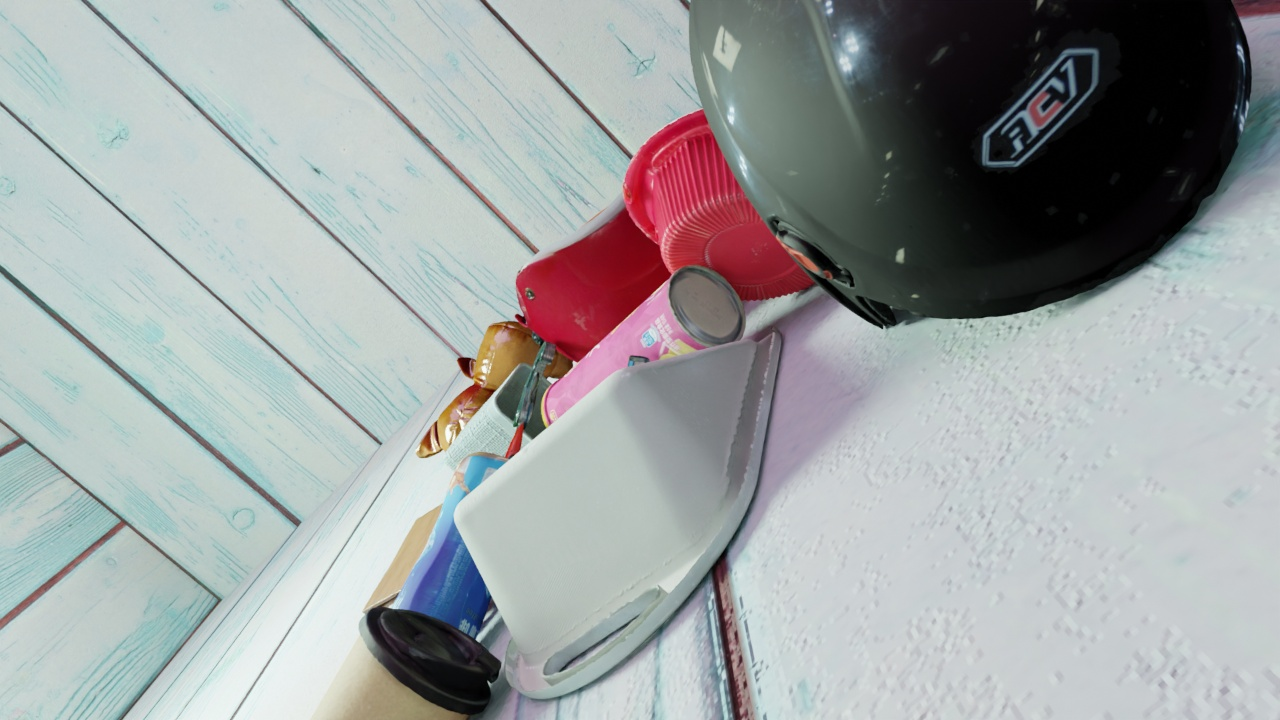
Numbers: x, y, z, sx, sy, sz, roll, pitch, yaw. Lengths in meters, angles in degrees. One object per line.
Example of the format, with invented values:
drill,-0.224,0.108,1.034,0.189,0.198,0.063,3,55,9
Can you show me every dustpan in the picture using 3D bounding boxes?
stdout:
dustpan,0.001,0.100,0.595,0.223,0.142,0.257,-40,-17,25

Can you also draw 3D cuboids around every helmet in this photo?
helmet,-0.005,-0.068,0.880,0.206,0.144,0.240,-42,-4,-9
helmet,0.146,-0.148,0.460,0.234,0.230,0.274,-44,31,14

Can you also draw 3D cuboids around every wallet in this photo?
wallet,-0.180,0.158,0.777,0.101,0.020,0.115,-33,19,39

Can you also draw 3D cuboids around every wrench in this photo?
wrench,-0.113,0.101,0.770,0.056,0.016,0.272,127,160,-55

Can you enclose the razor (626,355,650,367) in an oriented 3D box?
razor,-0.024,0.047,0.707,0.133,0.028,0.043,129,156,-49

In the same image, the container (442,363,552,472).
container,-0.134,0.080,0.946,0.112,0.090,0.089,-41,11,32

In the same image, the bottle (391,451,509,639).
bottle,-0.140,0.173,0.658,0.065,0.065,0.218,-29,34,53

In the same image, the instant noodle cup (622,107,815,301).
instant noodle cup,0.084,-0.104,0.682,0.194,0.193,0.065,-34,46,44

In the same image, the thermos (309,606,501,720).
thermos,-0.158,0.221,0.555,0.143,0.093,0.093,-55,12,-3

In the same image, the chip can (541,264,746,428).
chip can,-0.004,0.004,0.738,0.211,0.071,0.071,-40,11,49

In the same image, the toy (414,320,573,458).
toy,-0.175,0.053,1.114,0.140,0.130,0.199,13,62,31
